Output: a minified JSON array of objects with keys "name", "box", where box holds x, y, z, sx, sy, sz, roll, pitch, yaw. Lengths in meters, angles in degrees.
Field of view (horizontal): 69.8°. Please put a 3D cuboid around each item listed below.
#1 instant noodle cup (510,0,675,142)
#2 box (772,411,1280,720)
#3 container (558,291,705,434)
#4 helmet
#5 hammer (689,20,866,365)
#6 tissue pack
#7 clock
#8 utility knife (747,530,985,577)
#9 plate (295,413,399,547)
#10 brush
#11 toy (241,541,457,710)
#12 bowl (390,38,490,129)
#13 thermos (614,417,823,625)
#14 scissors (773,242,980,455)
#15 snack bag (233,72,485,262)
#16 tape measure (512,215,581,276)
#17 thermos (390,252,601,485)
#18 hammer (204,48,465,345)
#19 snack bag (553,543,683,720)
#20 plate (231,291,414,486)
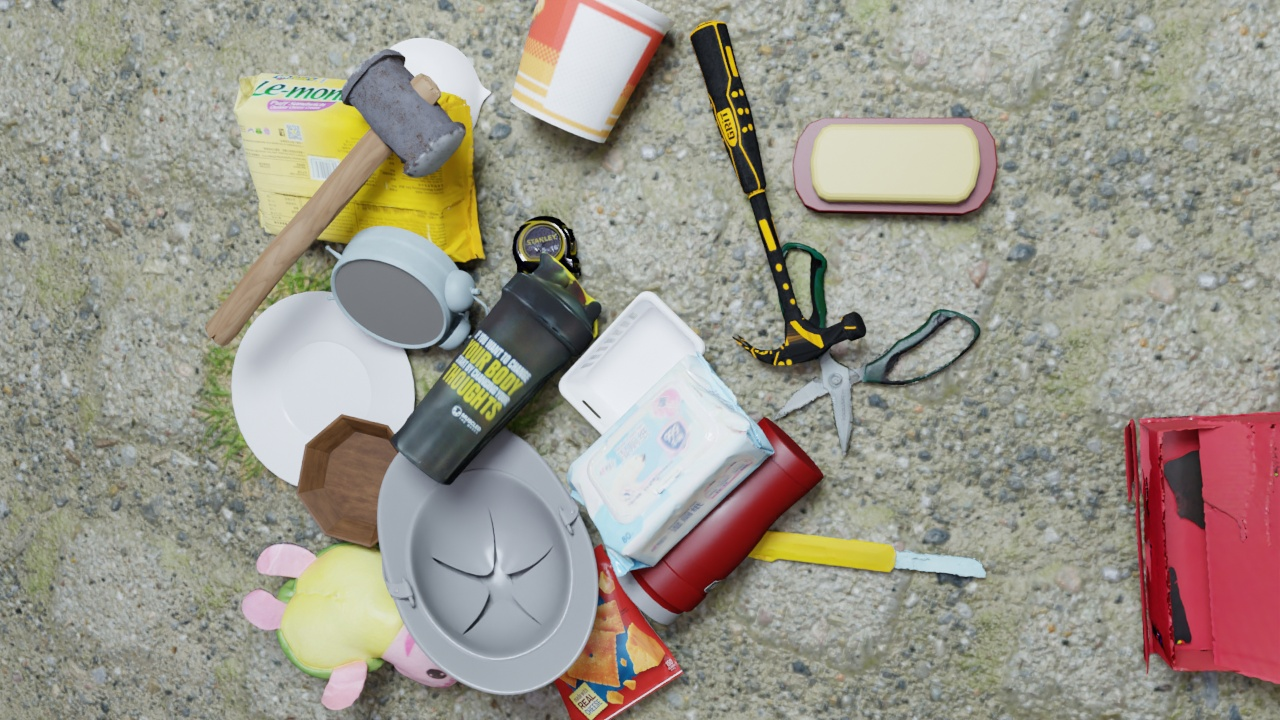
[{"name":"instant noodle cup","box":[-0.051,-0.272,0.824,0.123,0.123,0.121,28,107,9]},{"name":"box","box":[0.337,0.167,0.714,0.477,0.171,0.214,-6,93,-25]},{"name":"container","box":[-0.005,0.005,0.865,0.081,0.049,0.129,45,102,6]},{"name":"helmet","box":[-0.143,0.196,0.879,0.183,0.118,0.271,-23,62,-14]},{"name":"hammer","box":[0.102,-0.151,0.830,0.124,0.036,0.320,-19,87,37]},{"name":"tissue pack","box":[0.018,0.091,0.802,0.182,0.070,0.112,-44,54,9]},{"name":"clock","box":[-0.220,-0.062,0.876,0.159,0.045,0.123,21,139,0]},{"name":"utility knife","box":[0.201,0.181,0.850,0.225,0.019,0.030,5,100,17]},{"name":"plate","box":[-0.281,0.119,0.925,0.131,0.025,0.131,0,91,12]},{"name":"brush","box":[0.221,-0.171,0.806,0.173,0.041,0.082,3,95,12]},{"name":"toy","box":[-0.277,0.253,0.920,0.238,0.088,0.189,17,59,0]},{"name":"bowl","box":[-0.217,-0.259,0.890,0.115,0.050,0.115,1,94,12]},{"name":"thermos","box":[0.062,0.139,0.843,0.108,0.084,0.199,45,100,5]},{"name":"scissors","box":[0.208,-0.018,0.835,0.204,0.015,0.201,-8,92,11]},{"name":"snack bag","box":[-0.267,-0.179,0.870,0.247,0.068,0.160,8,122,12]},{"name":"tape measure","box":[-0.091,-0.108,0.883,0.062,0.034,0.061,-6,95,12]},{"name":"thermos","box":[-0.130,0.011,0.846,0.098,0.098,0.220,39,84,7]},{"name":"hammer","box":[-0.288,-0.127,0.811,0.329,0.052,0.098,-41,91,20]},{"name":"snack bag","box":[-0.048,0.275,0.900,0.131,0.039,0.144,-37,80,13]},{"name":"plate","box":[-0.329,0.033,0.955,0.209,0.015,0.208,1,94,12]}]
